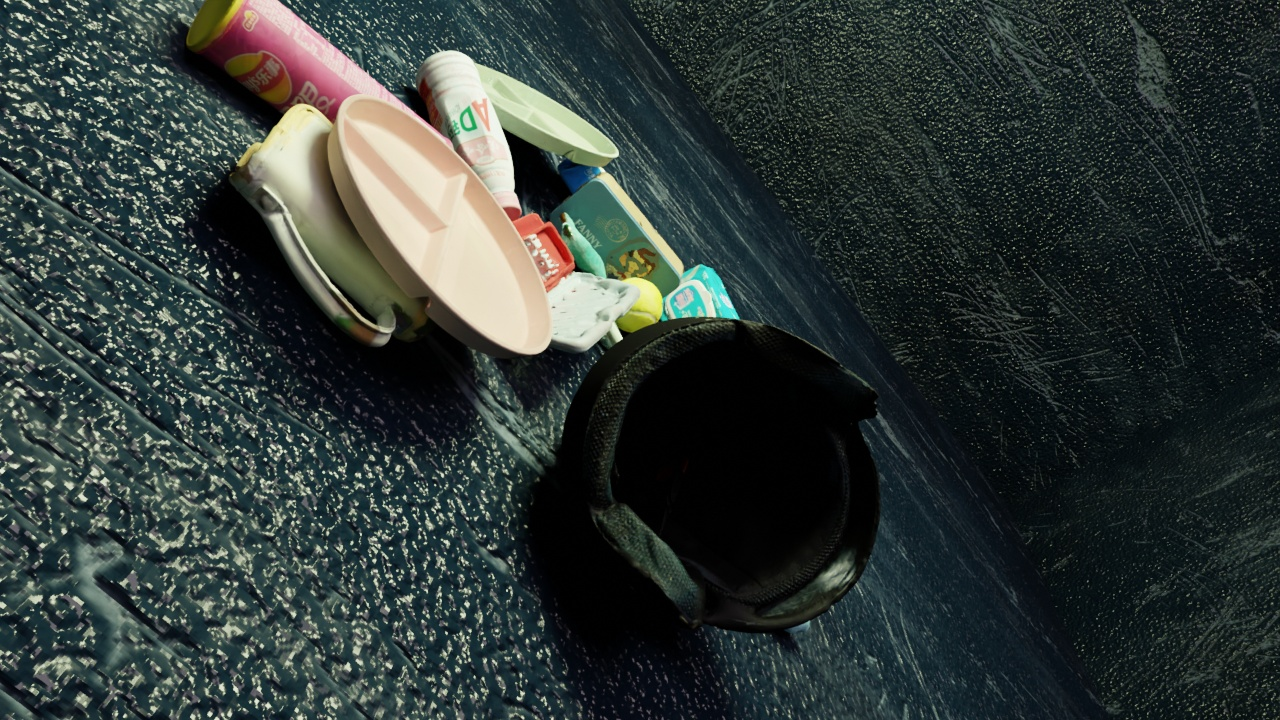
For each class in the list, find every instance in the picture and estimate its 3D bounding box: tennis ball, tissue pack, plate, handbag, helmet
[{"bbox_3d":[-0.006,-0.065,1.081,0.065,0.066,0.065,46,22,-24],"label":"tennis ball"},{"bbox_3d":[0.077,-0.056,1.222,0.050,0.093,0.133,37,26,-51],"label":"tissue pack"},{"bbox_3d":[-0.132,-0.298,1.115,0.230,0.027,0.229,28,20,-11],"label":"plate"},{"bbox_3d":[-0.050,-0.209,1.207,0.157,0.052,0.095,55,5,-1],"label":"tissue pack"},{"bbox_3d":[-0.207,-0.077,0.626,0.163,0.063,0.178,47,15,-26],"label":"handbag"},{"bbox_3d":[0.061,0.087,0.746,0.274,0.233,0.230,45,-8,-23],"label":"helmet"},{"bbox_3d":[-0.146,-0.096,0.687,0.229,0.028,0.229,50,16,-21],"label":"plate"}]

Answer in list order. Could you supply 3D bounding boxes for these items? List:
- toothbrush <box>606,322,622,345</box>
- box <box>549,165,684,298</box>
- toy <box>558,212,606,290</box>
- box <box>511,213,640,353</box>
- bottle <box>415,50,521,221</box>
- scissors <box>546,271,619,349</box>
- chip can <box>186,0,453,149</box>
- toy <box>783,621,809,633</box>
[{"bbox_3d":[-0.006,0.006,0.997,0.189,0.020,0.029,58,2,-3],"label":"toothbrush"},{"bbox_3d":[-0.030,-0.148,1.130,0.184,0.090,0.063,47,21,-16],"label":"box"},{"bbox_3d":[-0.069,-0.129,1.075,0.092,0.030,0.096,57,6,-49],"label":"toy"},{"bbox_3d":[-0.090,-0.070,0.878,0.160,0.064,0.200,36,25,2],"label":"box"},{"bbox_3d":[-0.174,-0.229,0.957,0.068,0.068,0.196,15,47,-61],"label":"bottle"},{"bbox_3d":[-0.084,-0.080,0.996,0.176,0.019,0.171,57,20,1],"label":"scissors"},{"bbox_3d":[-0.251,-0.212,0.743,0.210,0.071,0.071,37,27,-43],"label":"chip can"},{"bbox_3d":[0.131,0.220,0.960,0.155,0.050,0.161,-18,86,-55],"label":"toy"}]
